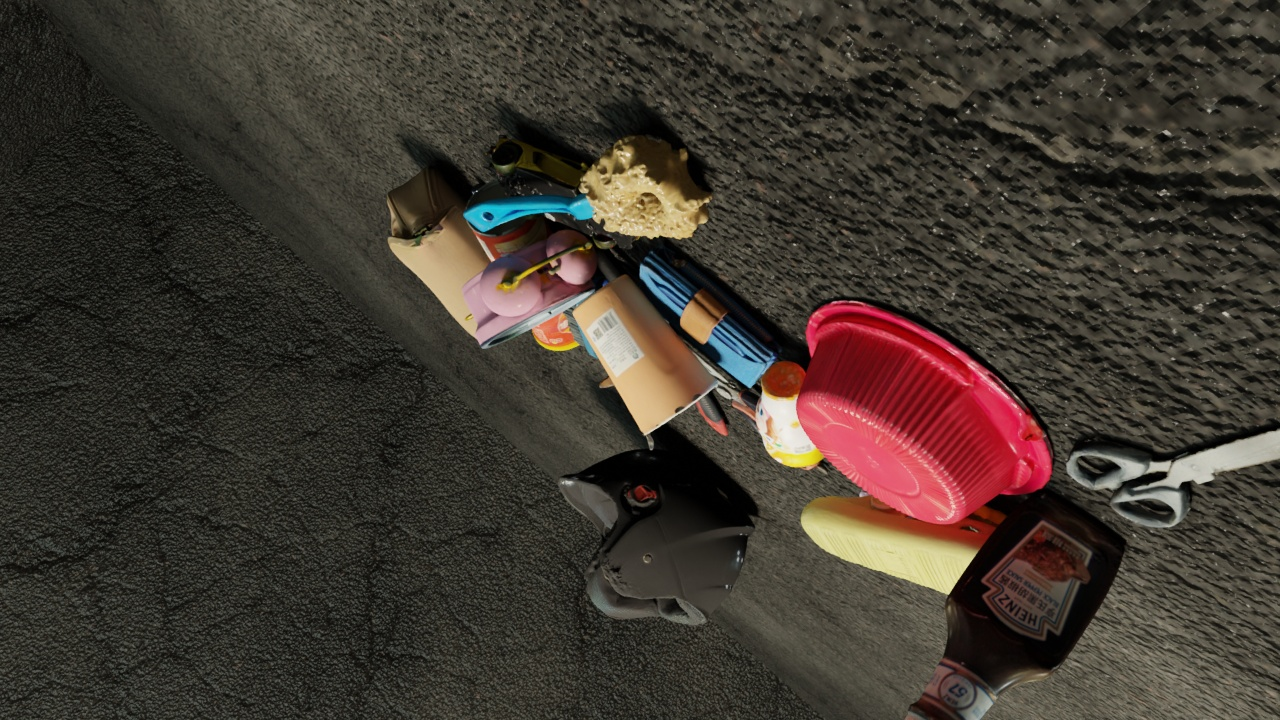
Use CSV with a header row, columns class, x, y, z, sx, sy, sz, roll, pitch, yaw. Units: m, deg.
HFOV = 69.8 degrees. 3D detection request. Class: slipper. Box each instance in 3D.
class,x,y,z,sx,sy,sz,roll,pitch,yaw
slipper,0.221,0.129,0.719,0.191,0.081,0.091,9,153,33

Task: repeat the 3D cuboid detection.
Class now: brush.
class,x,y,z,sx,sy,sz,roll,pitch,yaw
brush,-0.052,-0.117,0.680,0.255,0.045,0.083,2,151,47
brush,-0.037,-0.040,0.945,0.073,0.055,0.144,37,164,20

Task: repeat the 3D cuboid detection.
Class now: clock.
class,x,y,z,sx,sy,sz,roll,pitch,yaw
clock,-0.097,-0.066,0.815,0.060,0.117,0.159,63,153,-1

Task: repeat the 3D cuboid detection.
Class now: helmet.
class,x,y,z,sx,sy,sz,roll,pitch,yaw
helmet,0.018,0.233,1.258,0.274,0.229,0.234,49,158,11

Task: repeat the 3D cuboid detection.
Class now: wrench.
class,x,y,z,sx,sy,sz,roll,pitch,yaw
wrench,0.037,-0.002,0.943,0.056,0.016,0.273,32,163,45

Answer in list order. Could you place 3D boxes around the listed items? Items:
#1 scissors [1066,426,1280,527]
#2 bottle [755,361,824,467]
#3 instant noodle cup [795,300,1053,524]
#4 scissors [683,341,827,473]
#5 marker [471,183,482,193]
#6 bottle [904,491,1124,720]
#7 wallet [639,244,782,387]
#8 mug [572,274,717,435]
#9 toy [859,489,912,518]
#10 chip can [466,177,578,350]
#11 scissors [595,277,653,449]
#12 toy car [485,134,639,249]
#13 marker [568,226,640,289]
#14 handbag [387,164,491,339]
class,x,y,z,sx,sy,sz,roll,pitch,yaw
scissors,0.296,0.060,0.477,0.137,0.014,0.175,50,160,-26
bottle,0.125,0.042,0.752,0.063,0.063,0.108,33,163,32
instant noodle cup,0.177,0.048,0.634,0.194,0.065,0.194,39,166,11
scissors,0.102,0.038,0.875,0.216,0.015,0.196,25,160,42
marker,-0.140,-0.140,0.996,0.131,0.018,0.022,52,172,-36
bottle,0.236,0.181,0.604,0.080,0.194,0.044,36,165,20
wallet,0.055,-0.033,0.772,0.133,0.040,0.106,40,170,7
mug,-0.001,-0.008,0.782,0.123,0.078,0.078,54,165,0
toy,0.231,0.152,0.846,0.084,0.039,0.108,40,170,42
chip can,-0.110,-0.093,0.948,0.073,0.073,0.217,34,164,29
scissors,-0.006,0.004,0.860,0.162,0.012,0.172,23,-132,-60
toy car,-0.061,-0.137,0.752,0.156,0.041,0.071,27,160,26
marker,-0.021,-0.077,0.833,0.132,0.020,0.022,53,163,-9
handbag,-0.207,-0.112,1.041,0.204,0.100,0.147,52,-173,-33
